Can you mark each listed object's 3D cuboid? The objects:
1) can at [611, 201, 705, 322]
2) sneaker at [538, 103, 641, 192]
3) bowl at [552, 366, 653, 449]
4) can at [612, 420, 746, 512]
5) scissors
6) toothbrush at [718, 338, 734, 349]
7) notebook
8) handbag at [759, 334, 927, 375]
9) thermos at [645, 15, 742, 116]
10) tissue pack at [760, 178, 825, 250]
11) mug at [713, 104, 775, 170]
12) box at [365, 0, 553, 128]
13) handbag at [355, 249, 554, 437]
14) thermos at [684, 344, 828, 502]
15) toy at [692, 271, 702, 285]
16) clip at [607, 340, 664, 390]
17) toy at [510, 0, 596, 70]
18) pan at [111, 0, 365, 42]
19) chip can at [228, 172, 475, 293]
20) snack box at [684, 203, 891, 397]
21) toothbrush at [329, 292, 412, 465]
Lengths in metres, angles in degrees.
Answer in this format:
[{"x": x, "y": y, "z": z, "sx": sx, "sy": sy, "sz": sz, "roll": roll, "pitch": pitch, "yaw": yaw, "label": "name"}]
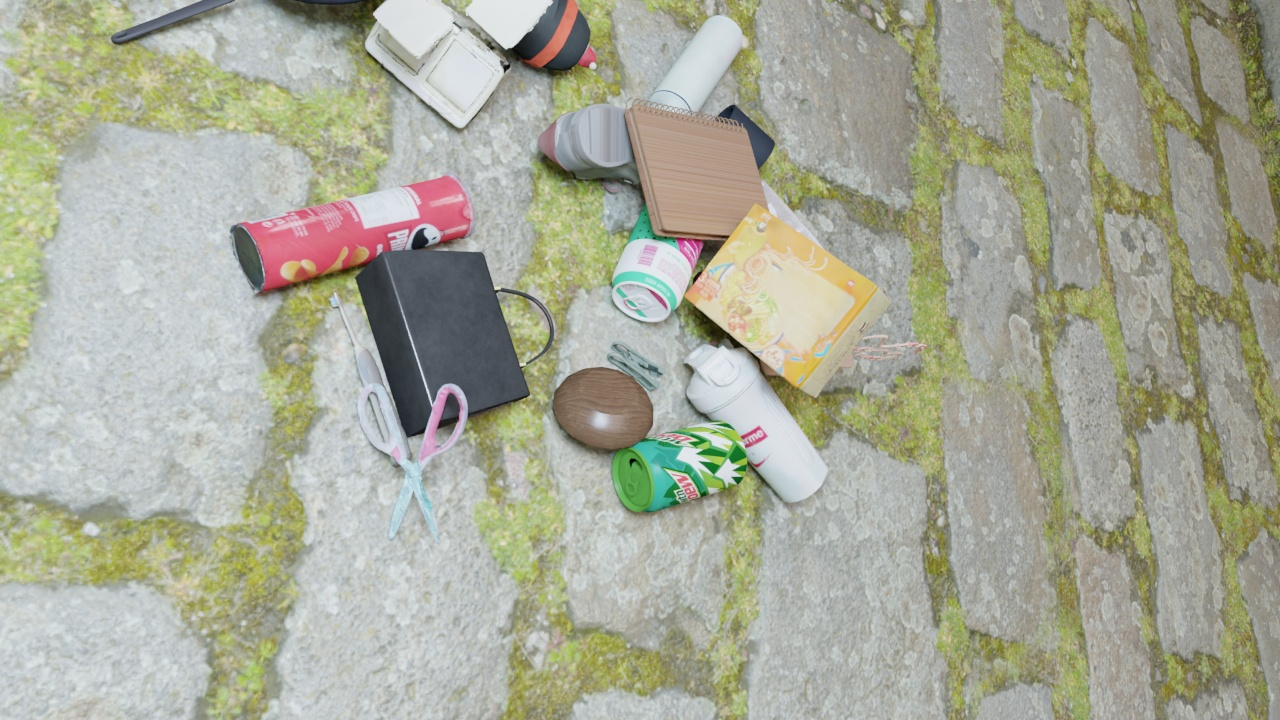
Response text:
[{"x": 0.027, "y": -0.134, "z": 1.132, "sx": 0.088, "sy": 0.088, "sz": 0.165, "roll": 34, "pitch": 58, "yaw": -20, "label": "can"}, {"x": -0.040, "y": -0.262, "z": 1.138, "sx": 0.235, "sy": 0.090, "sz": 0.099, "roll": -1, "pitch": 95, "yaw": -59, "label": "sneaker"}, {"x": -0.038, "y": 0.045, "z": 1.028, "sx": 0.118, "sy": 0.030, "sz": 0.117, "roll": 10, "pitch": 43, "yaw": -9, "label": "bowl"}, {"x": 0.046, "y": 0.122, "z": 1.060, "sx": 0.143, "sy": 0.083, "sz": 0.083, "roll": -11, "pitch": 80, "yaw": -36, "label": "can"}, {"x": -0.230, "y": 0.090, "z": 0.887, "sx": 0.014, "sy": 0.159, "sz": 0.173, "roll": -7, "pitch": 121, "yaw": -65, "label": "scissors"}, {"x": 0.158, "y": 0.051, "z": 1.207, "sx": 0.017, "sy": 0.012, "sz": 0.187, "roll": -37, "pitch": 96, "yaw": -24, "label": "toothbrush"}, {"x": 0.077, "y": -0.230, "z": 1.128, "sx": 0.210, "sy": 0.022, "sz": 0.169, "roll": -3, "pitch": 75, "yaw": -45, "label": "notebook"}, {"x": 0.259, "y": -0.054, "z": 1.197, "sx": 0.198, "sy": 0.188, "sz": 0.116, "roll": 3, "pitch": 72, "yaw": -46, "label": "handbag"}, {"x": 0.071, "y": -0.387, "z": 1.263, "sx": 0.068, "sy": 0.068, "sz": 0.229, "roll": 40, "pitch": 56, "yaw": -17, "label": "thermos"}, {"x": 0.198, "y": -0.167, "z": 1.262, "sx": 0.181, "sy": 0.071, "sz": 0.103, "roll": 50, "pitch": 9, "yaw": -12, "label": "tissue pack"}, {"x": 0.125, "y": -0.288, "z": 1.271, "sx": 0.077, "sy": 0.071, "sz": 0.105, "roll": 37, "pitch": 80, "yaw": -19, "label": "mug"}, {"x": -0.201, "y": -0.350, "z": 0.968, "sx": 0.143, "sy": 0.195, "sz": 0.100, "roll": 38, "pitch": 30, "yaw": -13, "label": "box"}, {"x": -0.174, "y": -0.031, "z": 0.977, "sx": 0.195, "sy": 0.072, "sz": 0.175, "roll": -14, "pitch": 82, "yaw": -41, "label": "handbag"}, {"x": 0.145, "y": 0.074, "z": 1.139, "sx": 0.220, "sy": 0.100, "sz": 0.099, "roll": 50, "pitch": 54, "yaw": -15, "label": "thermos"}, {"x": 0.110, "y": -0.108, "z": 1.199, "sx": 0.076, "sy": 0.063, "sz": 0.100, "roll": 23, "pitch": 73, "yaw": 14, "label": "toy"}, {"x": -0.006, "y": 0.004, "z": 1.104, "sx": 0.076, "sy": 0.023, "sz": 0.047, "roll": 34, "pitch": 56, "yaw": -23, "label": "clip"}, {"x": -0.109, "y": -0.405, "z": 1.130, "sx": 0.119, "sy": 0.098, "sz": 0.099, "roll": 27, "pitch": 78, "yaw": -34, "label": "toy"}, {"x": -0.371, "y": -0.396, "z": 0.950, "sx": 0.355, "sy": 0.021, "sz": 0.199, "roll": -34, "pitch": 59, "yaw": -24, "label": "pan"}, {"x": -0.285, "y": -0.131, "z": 0.928, "sx": 0.232, "sy": 0.073, "sz": 0.073, "roll": -23, "pitch": 88, "yaw": -37, "label": "chip can"}, {"x": 0.173, "y": -0.069, "z": 1.088, "sx": 0.195, "sy": 0.145, "sz": 0.080, "roll": 42, "pitch": 9, "yaw": 33, "label": "snack box"}, {"x": -0.271, "y": 0.016, "z": 0.918, "sx": 0.185, "sy": 0.024, "sz": 0.022, "roll": 67, "pitch": 13, "yaw": 3, "label": "toothbrush"}]
